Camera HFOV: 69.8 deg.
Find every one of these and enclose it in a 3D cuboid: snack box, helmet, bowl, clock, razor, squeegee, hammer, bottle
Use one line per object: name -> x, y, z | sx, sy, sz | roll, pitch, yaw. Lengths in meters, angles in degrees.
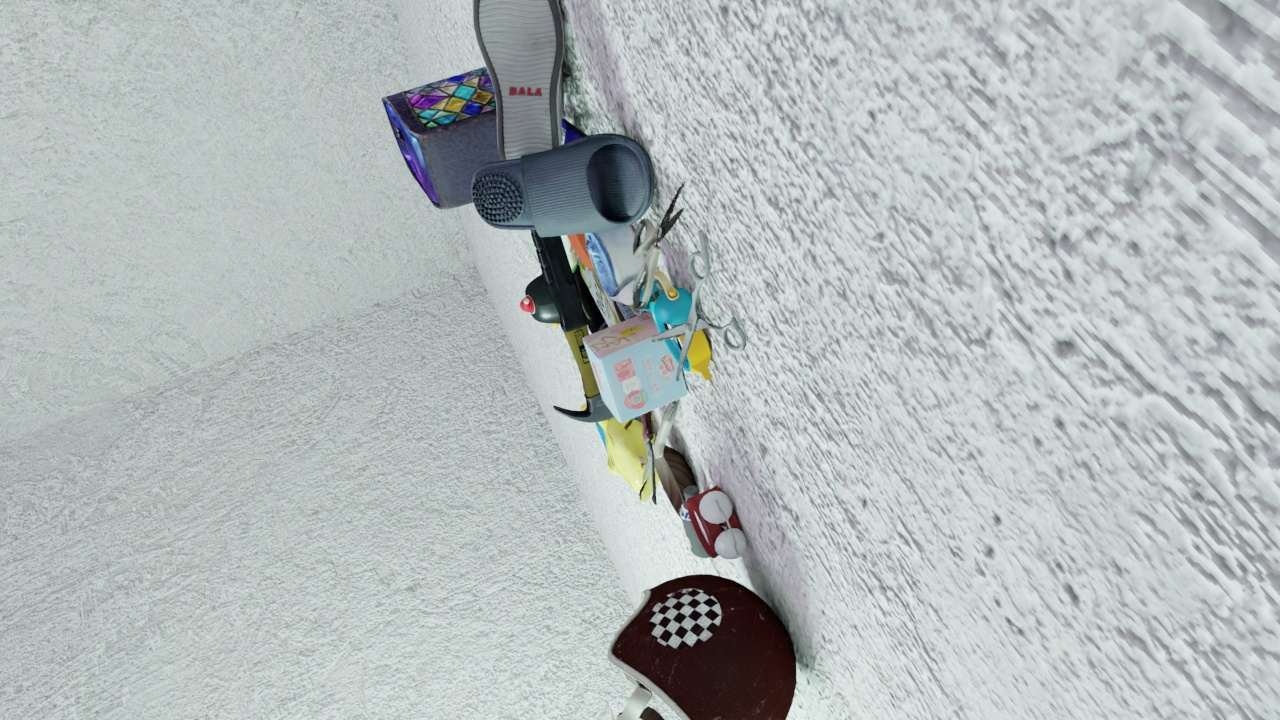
snack box -> -0.035, -0.085, 1.245 | 0.101, 0.031, 0.186 | 87, 158, -59
helmet -> 0.063, 0.390, 1.112 | 0.234, 0.252, 0.233 | 9, 130, 49
bowl -> 0.053, 0.167, 1.312 | 0.119, 0.032, 0.119 | 157, 90, -79
snack box -> -0.007, 0.007, 1.125 | 0.079, 0.094, 0.093 | -132, 22, -62
clock -> -0.025, -0.110, 1.099 | 0.089, 0.052, 0.125 | -150, 39, -72
razor -> -0.057, -0.075, 1.326 | 0.140, 0.053, 0.064 | 66, 158, 17
clock -> 0.036, -0.042, 0.969 | 0.130, 0.043, 0.099 | 64, 171, -20
squeegee -> -0.079, -0.203, 1.160 | 0.249, 0.055, 0.185 | -125, 20, -62
clock -> 0.095, 0.204, 1.152 | 0.125, 0.044, 0.087 | 163, 85, -80
hammer -> -0.089, -0.067, 1.127 | 0.025, 0.117, 0.333 | -132, 23, -61
bottle -> 0.080, 0.219, 1.249 | 0.047, 0.047, 0.112 | -130, 21, -59

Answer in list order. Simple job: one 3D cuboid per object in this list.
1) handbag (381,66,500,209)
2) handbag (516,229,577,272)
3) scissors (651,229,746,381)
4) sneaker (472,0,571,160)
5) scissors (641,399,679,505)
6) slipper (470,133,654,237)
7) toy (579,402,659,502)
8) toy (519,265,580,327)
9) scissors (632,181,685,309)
handbag -> -0.231, -0.321, 1.254 | 0.222, 0.204, 0.126 | -121, 15, -48
handbag -> -0.146, -0.230, 1.402 | 0.139, 0.072, 0.195 | 53, 164, 23
scissors -> 0.049, -0.048, 0.876 | 0.142, 0.014, 0.165 | 16, 121, 51
sneaker -> -0.127, -0.349, 1.062 | 0.128, 0.097, 0.263 | -85, -7, -58
scissors -> 0.021, 0.096, 1.260 | 0.180, 0.015, 0.199 | 143, 123, -67
slipper -> -0.103, -0.172, 0.968 | 0.264, 0.082, 0.101 | 2, 116, 40
toy -> -0.020, 0.134, 1.471 | 0.149, 0.084, 0.214 | 63, 169, -11
toy -> -0.141, -0.102, 1.499 | 0.097, 0.119, 0.100 | -130, 24, -58
scissors -> 0.015, -0.109, 0.895 | 0.163, 0.012, 0.154 | -133, 50, -69
